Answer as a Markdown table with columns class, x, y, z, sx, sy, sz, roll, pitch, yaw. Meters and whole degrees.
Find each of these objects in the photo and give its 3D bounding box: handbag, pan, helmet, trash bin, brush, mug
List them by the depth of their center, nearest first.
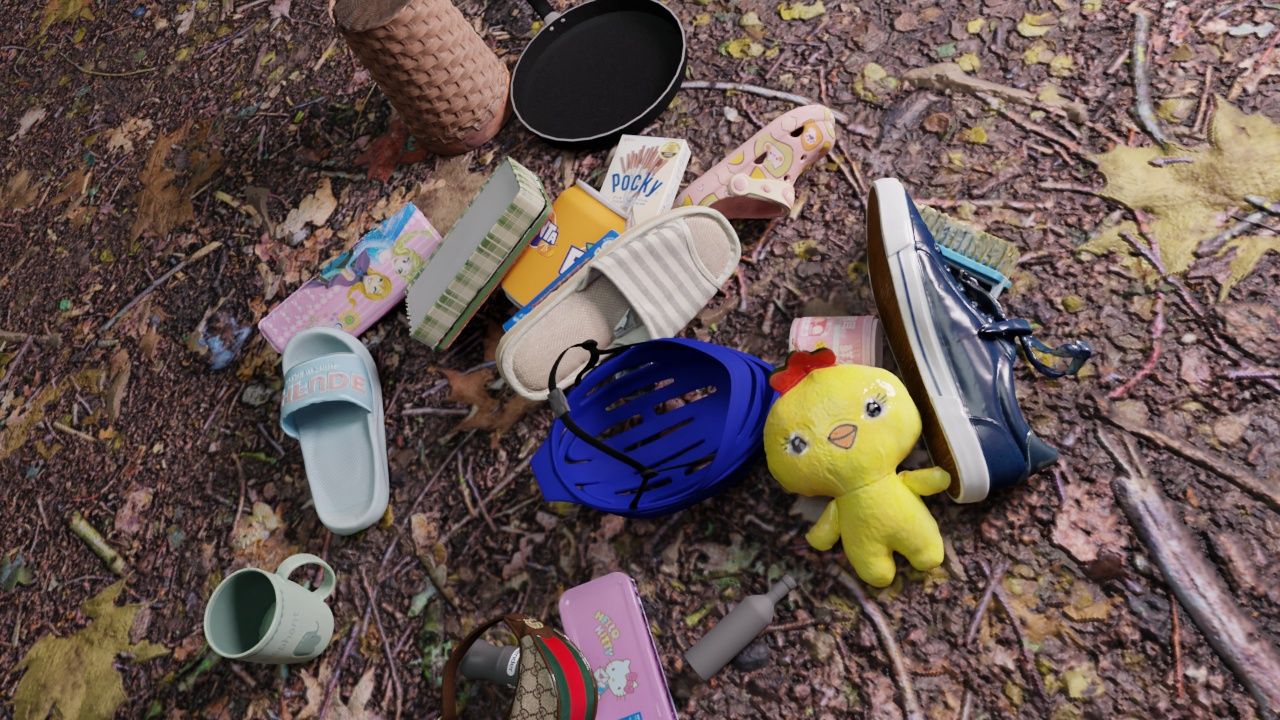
| class | x | y | z | sx | sy | sz | roll | pitch | yaw |
| --- | --- | --- | --- | --- | --- | --- | --- | --- | --- |
| handbag | -0.116 | 0.301 | 0.786 | 0.138 | 0.063 | 0.167 | 36 | 105 | 34 |
| helmet | 0.011 | 0.045 | 0.789 | 0.241 | 0.228 | 0.147 | -27 | 67 | 2 |
| brush | 0.278 | -0.099 | 0.863 | 0.136 | 0.055 | 0.075 | 35 | 102 | 31 |
| mug | -0.346 | 0.242 | 0.896 | 0.084 | 0.104 | 0.111 | 26 | 77 | 29 |
| trash bin | -0.261 | -0.372 | 1.108 | 0.151 | 0.210 | 0.151 | -8 | 62 | 16 |
| pan | -0.083 | -0.398 | 1.157 | 0.225 | 0.034 | 0.356 | -36 | 58 | 1 |

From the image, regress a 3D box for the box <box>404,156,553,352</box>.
| class | x | y | z | sx | sy | sz | roll | pitch | yaw |
| --- | --- | --- | --- | --- | --- | --- | --- | --- | --- |
| box | -0.177 | -0.113 | 0.985 | 0.206 | 0.050 | 0.117 | -51 | 33 | 14 |

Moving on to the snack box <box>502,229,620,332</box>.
| class | x | y | z | sx | sy | sz | roll | pitch | yaw |
| --- | --- | --- | --- | --- | --- | --- | --- | --- | --- |
| snack box | -0.058 | -0.053 | 0.943 | 0.151 | 0.087 | 0.034 | -42 | 46 | -3 |

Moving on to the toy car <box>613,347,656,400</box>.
| class | x | y | z | sx | sy | sz | roll | pitch | yaw |
| --- | --- | --- | --- | --- | --- | --- | --- | --- | --- |
| toy car | -0.006 | 0.005 | 0.930 | 0.039 | 0.027 | 0.089 | -17 | 44 | 11 |

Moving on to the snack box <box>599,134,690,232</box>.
| class | x | y | z | sx | sy | sz | roll | pitch | yaw |
| --- | --- | --- | --- | --- | --- | --- | --- | --- | --- |
| snack box | -0.005 | -0.183 | 1.025 | 0.082 | 0.026 | 0.149 | 10 | 70 | 26 |

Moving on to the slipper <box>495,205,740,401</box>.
| class | x | y | z | sx | sy | sz | roll | pitch | yaw |
| --- | --- | --- | --- | --- | --- | --- | --- | --- | --- |
| slipper | -0.018 | -0.054 | 0.899 | 0.272 | 0.114 | 0.054 | -33 | 23 | -6 |

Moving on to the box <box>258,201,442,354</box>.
| class | x | y | z | sx | sy | sz | roll | pitch | yaw |
| --- | --- | --- | --- | --- | --- | --- | --- | --- | --- |
| box | -0.332 | -0.083 | 1.092 | 0.230 | 0.077 | 0.084 | -40 | 95 | -2 |

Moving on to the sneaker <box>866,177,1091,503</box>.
| class | x | y | z | sx | sy | sz | roll | pitch | yaw |
| --- | --- | --- | --- | --- | --- | --- | --- | --- | --- |
| sneaker | 0.281 | -0.034 | 0.788 | 0.127 | 0.121 | 0.294 | -17 | 73 | 1 |

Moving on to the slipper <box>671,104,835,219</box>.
| class | x | y | z | sx | sy | sz | roll | pitch | yaw |
| --- | --- | --- | --- | --- | --- | --- | --- | --- | --- |
| slipper | 0.126 | -0.180 | 0.948 | 0.197 | 0.093 | 0.081 | -34 | 78 | 4 |

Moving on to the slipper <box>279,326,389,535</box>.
| class | x | y | z | sx | sy | sz | roll | pitch | yaw |
| --- | --- | --- | --- | --- | --- | --- | --- | --- | --- |
| slipper | -0.332 | 0.067 | 0.986 | 0.104 | 0.074 | 0.245 | -22 | 67 | 5 |

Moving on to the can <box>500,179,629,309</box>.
| class | x | y | z | sx | sy | sz | roll | pitch | yaw |
| --- | --- | --- | --- | --- | --- | --- | --- | --- | --- |
| can | -0.079 | -0.113 | 0.967 | 0.079 | 0.079 | 0.142 | 42 | 102 | 31 |

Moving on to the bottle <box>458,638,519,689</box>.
| class | x | y | z | sx | sy | sz | roll | pitch | yaw |
| --- | --- | --- | --- | --- | --- | --- | --- | --- | --- |
| bottle | -0.111 | 0.278 | 0.829 | 0.110 | 0.036 | 0.036 | 4 | 66 | 22 |

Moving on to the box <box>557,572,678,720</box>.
| class | x | y | z | sx | sy | sz | roll | pitch | yaw |
| --- | --- | --- | --- | --- | --- | --- | --- | --- | --- |
| box | -0.011 | 0.290 | 0.789 | 0.076 | 0.036 | 0.214 | -23 | 59 | 5 |

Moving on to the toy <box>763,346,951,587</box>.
| class | x | y | z | sx | sy | sz | roll | pitch | yaw |
| --- | --- | --- | --- | --- | --- | --- | --- | --- | --- |
| toy | 0.182 | 0.087 | 0.780 | 0.134 | 0.092 | 0.207 | -26 | 73 | 12 |

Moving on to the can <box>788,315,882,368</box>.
| class | x | y | z | sx | sy | sz | roll | pitch | yaw |
| --- | --- | --- | --- | --- | --- | --- | --- | --- | --- |
| can | 0.181 | -0.008 | 0.844 | 0.076 | 0.067 | 0.067 | 0 | 65 | 21 |

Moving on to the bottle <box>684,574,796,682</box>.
| class | x | y | z | sx | sy | sz | roll | pitch | yaw |
| --- | --- | --- | --- | --- | --- | --- | --- | --- | --- |
| bottle | 0.089 | 0.225 | 0.785 | 0.113 | 0.030 | 0.030 | -42 | 58 | -3 |
